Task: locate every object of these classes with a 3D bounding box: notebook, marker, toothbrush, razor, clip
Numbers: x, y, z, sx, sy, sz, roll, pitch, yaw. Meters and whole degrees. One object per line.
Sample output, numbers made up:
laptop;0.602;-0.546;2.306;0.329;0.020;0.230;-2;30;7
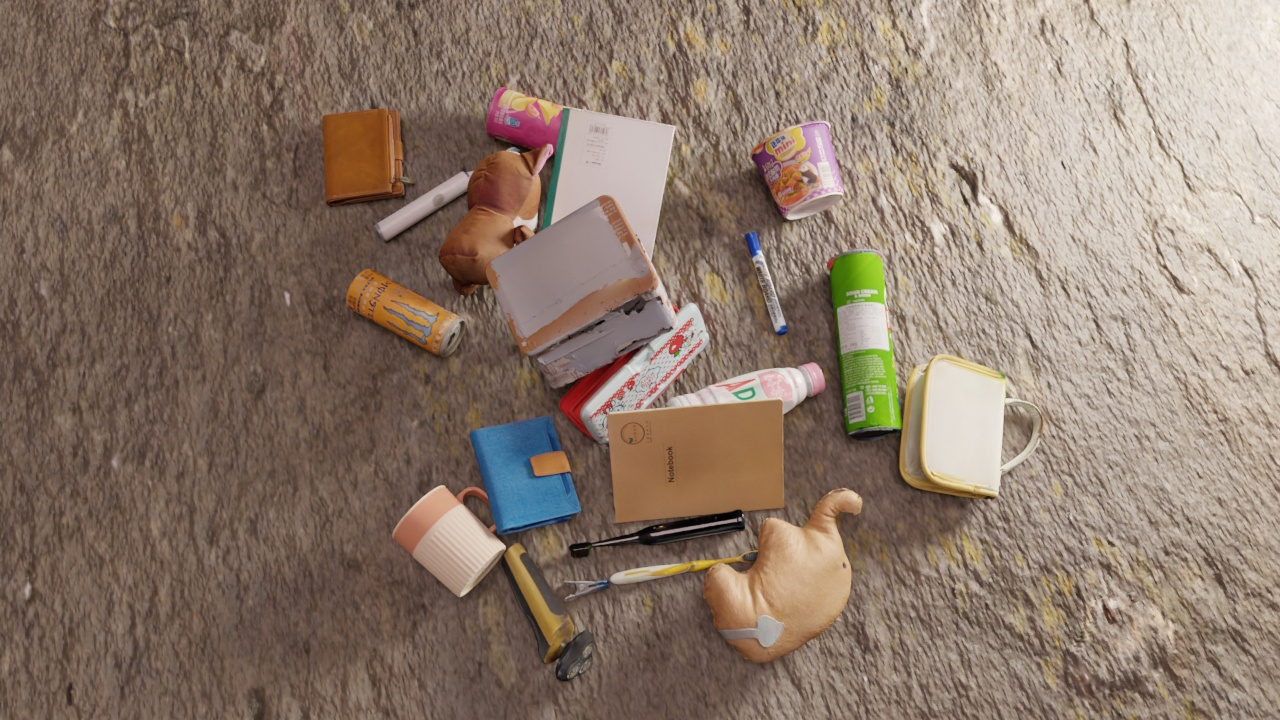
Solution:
notebook;0.068;0.121;1.096;0.207;0.008;0.148;-5;110;-2
marker;0.165;-0.102;1.205;0.017;0.017;0.145;-14;73;-5
toothbrush;0.020;0.211;1.104;0.212;0.027;0.026;-10;29;-2
razor;-0.110;0.288;1.065;0.068;0.062;0.167;-41;69;20
toothbrush;0.058;0.246;1.095;0.191;0.018;0.016;-8;71;-5
clip;-0.064;0.271;1.084;0.057;0.024;0.028;-9;69;0
toothbrush;-0.257;-0.229;1.237;0.220;0.027;0.026;-34;43;-11
notebook;-0.046;-0.213;1.196;0.150;0.012;0.209;11;98;3

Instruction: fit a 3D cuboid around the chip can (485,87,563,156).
chip can;-0.098;-0.305;1.238;0.210;0.071;0.071;18;73;5

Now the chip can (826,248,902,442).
chip can;0.281;-0.019;1.151;0.072;0.072;0.235;-2;73;-1

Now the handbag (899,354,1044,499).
handbag;0.412;0.090;1.133;0.178;0.063;0.163;14;73;-12

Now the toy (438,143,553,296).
toy;-0.178;-0.182;1.176;0.140;0.130;0.199;2;76;30

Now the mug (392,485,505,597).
mug;-0.213;0.203;1.080;0.106;0.082;0.114;41;52;9

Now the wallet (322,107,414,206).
wallet;-0.371;-0.279;1.246;0.119;0.035;0.130;-6;74;-2

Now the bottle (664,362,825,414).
bottle;0.132;0.051;1.133;0.196;0.068;0.068;-18;74;-9

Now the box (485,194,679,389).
box;-0.074;-0.086;1.079;0.182;0.168;0.150;-26;31;4

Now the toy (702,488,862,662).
toy;0.182;0.248;1.063;0.225;0.083;0.143;-38;96;-15

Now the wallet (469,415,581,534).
wallet;-0.137;0.135;1.100;0.106;0.040;0.133;-9;66;-25

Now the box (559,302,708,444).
box;-0.005;0.007;1.128;0.095;0.099;0.201;42;76;11

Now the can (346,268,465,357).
can;-0.299;-0.060;1.167;0.146;0.058;0.058;27;74;8

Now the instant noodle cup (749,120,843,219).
instant noodle cup;0.212;-0.246;1.209;0.111;0.112;0.099;-18;83;-6
